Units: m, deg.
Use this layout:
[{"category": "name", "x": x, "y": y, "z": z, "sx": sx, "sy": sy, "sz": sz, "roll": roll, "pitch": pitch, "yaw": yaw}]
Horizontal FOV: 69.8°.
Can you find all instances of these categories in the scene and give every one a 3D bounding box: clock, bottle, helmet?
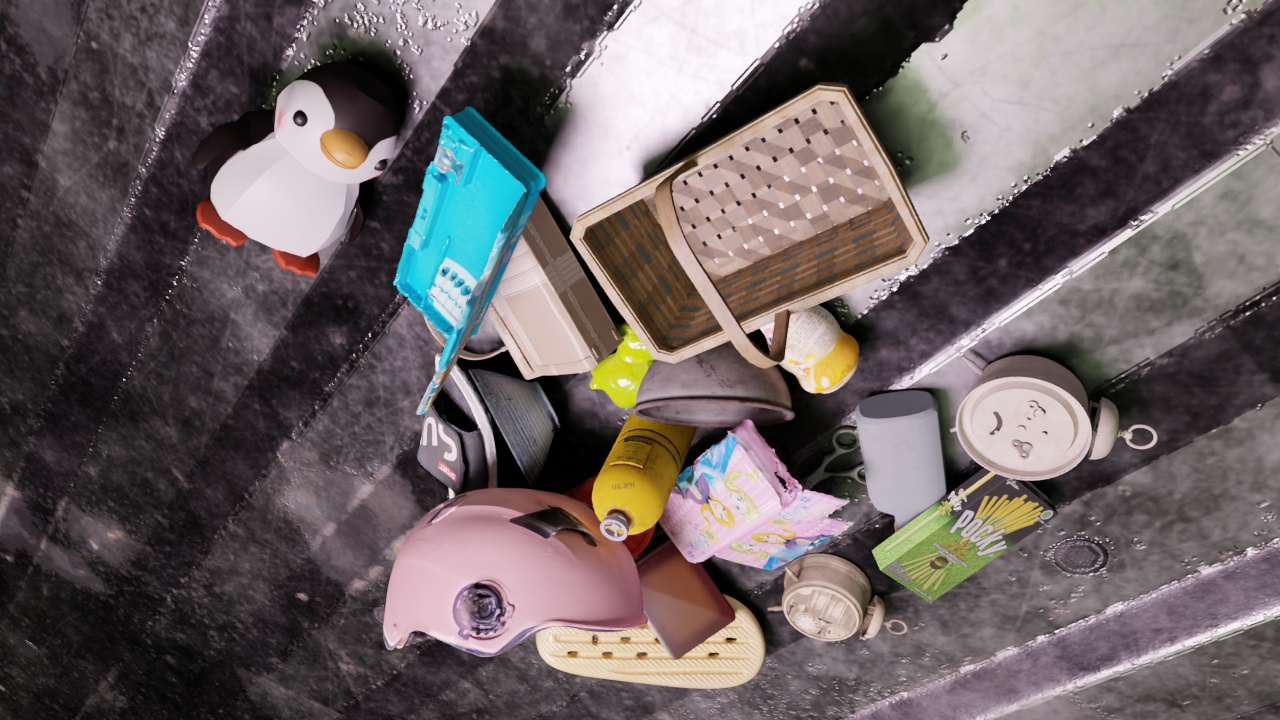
[{"category": "clock", "x": 0.346, "y": 0.047, "z": 0.773, "sx": 0.157, "sy": 0.061, "sz": 0.103, "roll": 11, "pitch": 126, "yaw": 23}, {"category": "bottle", "x": 0.000, "y": 0.105, "z": 0.876, "sx": 0.071, "sy": 0.163, "sz": 0.071, "roll": 10, "pitch": 126, "yaw": 14}, {"category": "clock", "x": 0.213, "y": 0.263, "z": 0.974, "sx": 0.141, "sy": 0.054, "sz": 0.093, "roll": 20, "pitch": 128, "yaw": 10}, {"category": "bottle", "x": 0.247, "y": 0.107, "z": 0.856, "sx": 0.072, "sy": 0.046, "sz": 0.161, "roll": -9, "pitch": 120, "yaw": 14}, {"category": "helmet", "x": -0.117, "y": 0.201, "z": 0.897, "sx": 0.256, "sy": 0.229, "sz": 0.152, "roll": -3, "pitch": 79, "yaw": 27}, {"category": "bottle", "x": 0.139, "y": -0.023, "z": 0.799, "sx": 0.109, "sy": 0.063, "sz": 0.063, "roll": 44, "pitch": 127, "yaw": -14}]

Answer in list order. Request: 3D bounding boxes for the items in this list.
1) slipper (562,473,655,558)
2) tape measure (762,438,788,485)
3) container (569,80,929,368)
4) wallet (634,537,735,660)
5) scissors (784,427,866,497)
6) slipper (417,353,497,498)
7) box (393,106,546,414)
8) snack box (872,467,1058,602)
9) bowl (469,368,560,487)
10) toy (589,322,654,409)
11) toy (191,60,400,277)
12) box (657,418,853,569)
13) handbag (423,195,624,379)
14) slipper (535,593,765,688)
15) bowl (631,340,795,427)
[{"category": "slipper", "x": -0.059, "y": 0.192, "z": 1.024, "sx": 0.103, "sy": 0.059, "sz": 0.250, "roll": 35, "pitch": 129, "yaw": -7}, {"category": "tape measure", "x": 0.115, "y": 0.108, "z": 0.914, "sx": 0.059, "sy": 0.038, "sz": 0.058, "roll": 32, "pitch": 128, "yaw": -3}, {"category": "container", "x": 0.075, "y": -0.092, "z": 0.697, "sx": 0.251, "sy": 0.185, "sz": 0.157, "roll": -23, "pitch": 113, "yaw": 32}, {"category": "wallet", "x": 0.038, "y": 0.262, "z": 1.018, "sx": 0.091, "sy": 0.018, "sz": 0.115, "roll": -35, "pitch": 88, "yaw": 1}, {"category": "scissors", "x": 0.170, "y": 0.108, "z": 0.909, "sx": 0.162, "sy": 0.014, "sz": 0.118, "roll": -13, "pitch": 119, "yaw": 24}, {"category": "slipper", "x": -0.203, "y": 0.117, "z": 1.000, "sx": 0.111, "sy": 0.063, "sz": 0.264, "roll": 41, "pitch": 143, "yaw": 39}, {"category": "box", "x": -0.146, "y": -0.077, "z": 0.780, "sx": 0.085, "sy": 0.170, "sz": 0.228, "roll": -2, "pitch": 149, "yaw": -28}, {"category": "snack box", "x": 0.299, "y": 0.160, "z": 0.850, "sx": 0.080, "sy": 0.025, "sz": 0.148, "roll": 35, "pitch": 114, "yaw": -28}, {"category": "bowl", "x": -0.119, "y": 0.057, "z": 0.943, "sx": 0.057, "sy": 0.137, "sz": 0.137, "roll": -28, "pitch": 116, "yaw": -10}, {"category": "toy", "x": -0.005, "y": 0.005, "z": 0.891, "sx": 0.094, "sy": 0.036, "sz": 0.094, "roll": 3, "pitch": 117, "yaw": 14}, {"category": "toy", "x": -0.293, "y": -0.193, "z": 0.825, "sx": 0.184, "sy": 0.140, "sz": 0.159, "roll": -37, "pitch": 137, "yaw": 26}, {"category": "box", "x": 0.103, "y": 0.154, "z": 0.891, "sx": 0.160, "sy": 0.062, "sz": 0.231, "roll": 34, "pitch": 149, "yaw": -1}, {"category": "handbag", "x": -0.141, "y": -0.056, "z": 0.882, "sx": 0.198, "sy": 0.062, "sz": 0.175, "roll": -19, "pitch": 106, "yaw": 39}, {"category": "slipper", "x": 0.011, "y": 0.312, "z": 1.065, "sx": 0.261, "sy": 0.079, "sz": 0.111, "roll": 1, "pitch": 95, "yaw": 1}, {"category": "bowl", "x": 0.066, "y": 0.017, "z": 0.830, "sx": 0.145, "sy": 0.067, "sz": 0.145, "roll": 2, "pitch": 168, "yaw": 0}]
